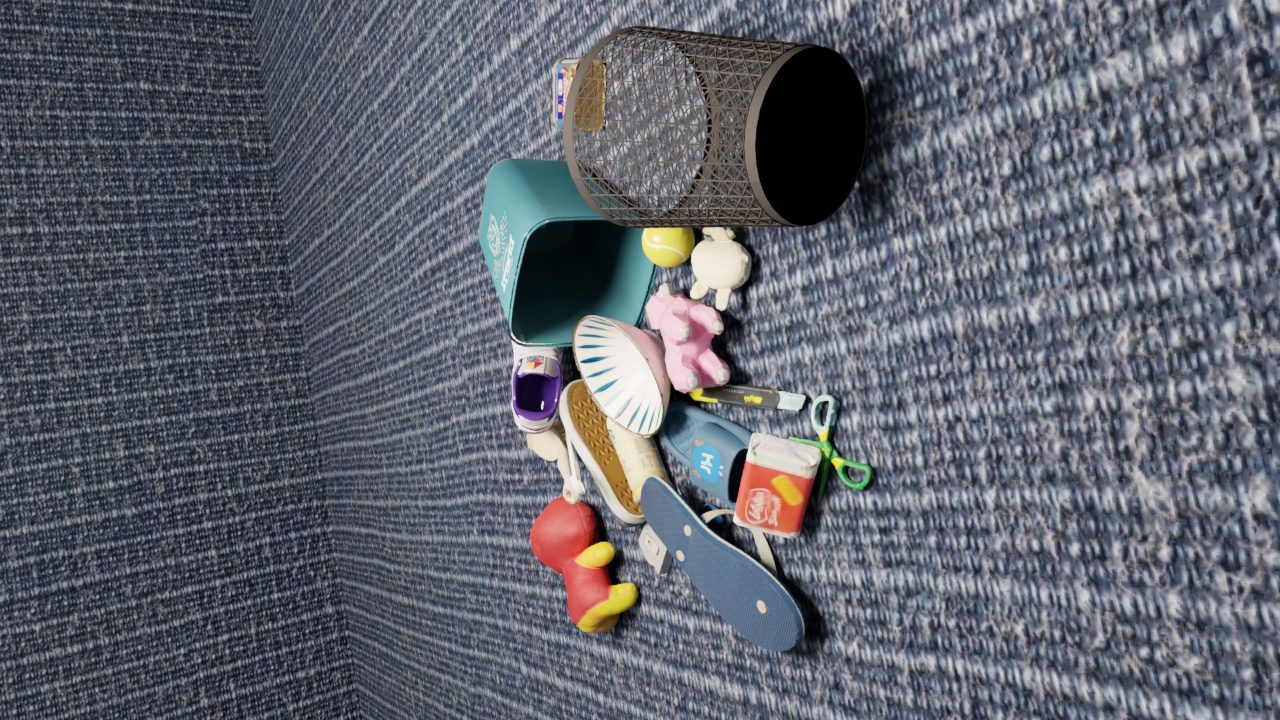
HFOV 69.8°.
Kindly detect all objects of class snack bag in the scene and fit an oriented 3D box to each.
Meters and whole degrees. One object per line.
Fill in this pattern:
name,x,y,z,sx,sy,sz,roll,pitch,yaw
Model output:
snack bag,0.149,0.139,1.009,0.077,0.036,0.116,13,124,9

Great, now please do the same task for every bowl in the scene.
bowl,-0.007,0.007,1.199,0.177,0.070,0.178,36,144,32

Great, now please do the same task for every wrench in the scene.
wrench,-0.100,0.126,1.338,0.047,0.009,0.273,63,-178,-21

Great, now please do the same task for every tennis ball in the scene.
tennis ball,0.035,-0.148,1.135,0.065,0.065,0.065,18,111,54

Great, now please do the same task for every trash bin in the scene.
trash bin,0.081,-0.231,0.933,0.243,0.216,0.217,19,112,47
trash bin,-0.114,-0.160,1.258,0.218,0.198,0.197,55,139,45

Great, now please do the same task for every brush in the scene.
brush,-0.118,0.153,1.378,0.272,0.077,0.062,-135,24,-70

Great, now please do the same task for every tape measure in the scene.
tape measure,0.023,0.259,1.283,0.062,0.020,0.060,46,133,42

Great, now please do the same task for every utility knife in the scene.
utility knife,0.124,0.041,1.085,0.203,0.020,0.029,4,102,55

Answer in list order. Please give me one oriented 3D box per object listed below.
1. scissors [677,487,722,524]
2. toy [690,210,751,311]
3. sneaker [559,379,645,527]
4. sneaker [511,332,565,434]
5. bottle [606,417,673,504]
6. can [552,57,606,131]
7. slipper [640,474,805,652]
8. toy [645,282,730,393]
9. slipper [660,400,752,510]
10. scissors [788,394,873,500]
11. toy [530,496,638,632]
scissors,0.076,0.221,1.204,0.134,0.014,0.127,-59,46,50
toy,0.092,-0.116,1.068,0.087,0.050,0.112,18,103,49
sneaker,-0.057,0.139,1.325,0.235,0.087,0.079,62,148,22
sneaker,-0.151,-0.012,1.364,0.111,0.092,0.244,147,128,-84
bottle,-0.008,0.115,1.266,0.057,0.056,0.162,-47,58,50
can,-0.085,-0.371,1.278,0.059,0.053,0.100,21,115,52
slipper,0.103,0.242,1.124,0.295,0.060,0.118,41,132,39
toy,0.053,-0.028,1.123,0.157,0.067,0.123,-145,45,-69
slipper,0.083,0.119,1.128,0.214,0.059,0.104,31,125,51
scissors,0.201,0.095,0.984,0.126,0.011,0.131,19,115,55
toy,-0.095,0.307,1.410,0.216,0.098,0.148,57,132,25
